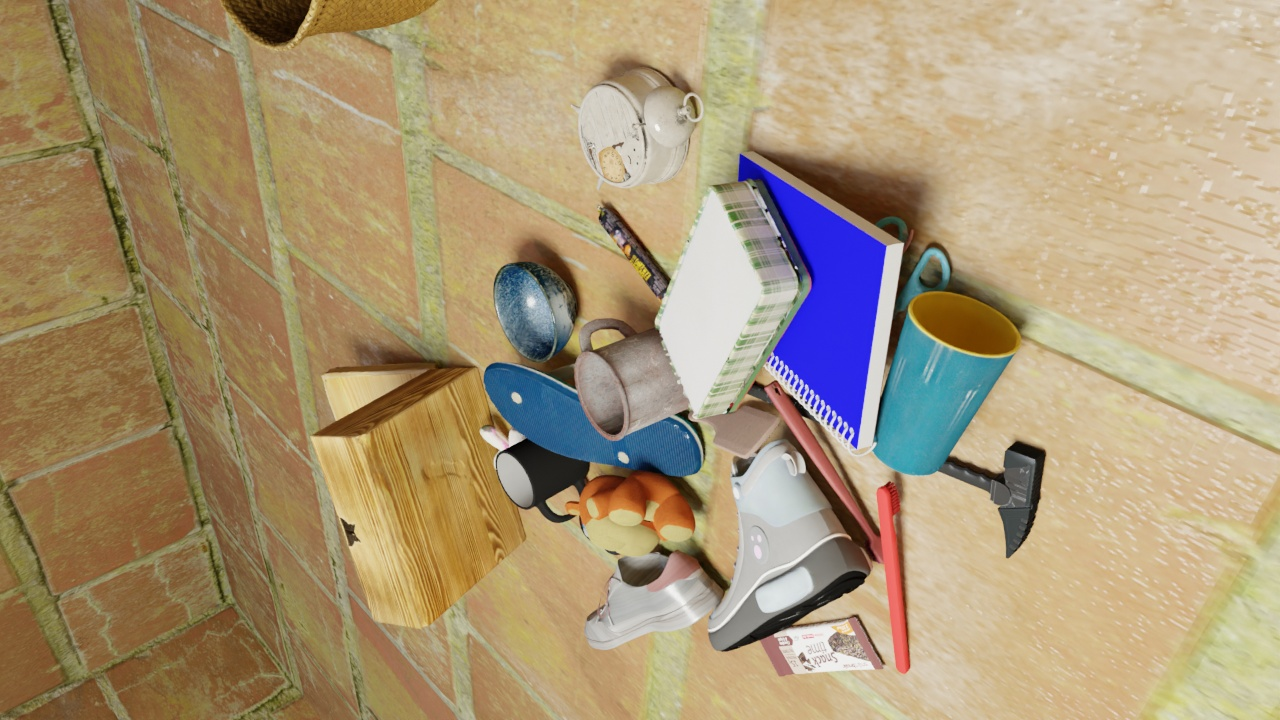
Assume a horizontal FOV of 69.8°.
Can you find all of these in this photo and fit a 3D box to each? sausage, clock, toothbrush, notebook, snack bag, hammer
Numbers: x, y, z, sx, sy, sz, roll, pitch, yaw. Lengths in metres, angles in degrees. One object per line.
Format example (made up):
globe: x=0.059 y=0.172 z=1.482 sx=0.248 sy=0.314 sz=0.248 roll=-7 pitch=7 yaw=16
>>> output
sausage: x=0.002 y=-0.096 z=0.905 sx=0.155 sy=0.020 sz=0.020 roll=53 pitch=142 yaw=14
clock: x=0.000 y=-0.206 z=0.808 sx=0.157 sy=0.061 sz=0.103 roll=-2 pitch=109 yaw=53
toothbrush: x=0.225 y=0.194 z=0.804 sx=0.012 sy=0.017 sz=0.213 roll=21 pitch=133 yaw=48
notebook: x=0.127 y=-0.050 z=0.719 sx=0.209 sy=0.022 sz=0.172 roll=-128 pitch=32 yaw=-53
snack bag: x=0.176 y=0.293 z=0.929 sx=0.158 sy=0.013 sz=0.057 roll=-31 pitch=87 yaw=53
hammer: x=0.181 y=0.065 z=0.788 sx=0.325 sy=0.015 sz=0.095 roll=23 pitch=128 yaw=43
toothbrush: x=0.165 y=0.100 z=0.810 sx=0.190 sy=0.016 sz=0.016 roll=56 pitch=156 yaw=-1

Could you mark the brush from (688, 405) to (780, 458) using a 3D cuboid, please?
brush: x=0.084 y=0.063 z=0.874 sx=0.015 sy=0.049 sz=0.136 roll=47 pitch=168 yaw=-23

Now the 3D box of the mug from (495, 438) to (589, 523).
mug: x=-0.111 y=0.144 z=1.127 sx=0.113 sy=0.087 sz=0.078 roll=59 pitch=143 yaw=7

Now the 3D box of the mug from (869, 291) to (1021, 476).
mug: x=0.212 y=0.021 z=0.665 sx=0.078 sy=0.078 sz=0.122 roll=38 pitch=133 yaw=30

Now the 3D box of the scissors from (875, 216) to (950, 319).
scissors: x=0.200 y=-0.040 z=0.710 sx=0.076 sy=0.015 sz=0.142 roll=33 pitch=140 yaw=33

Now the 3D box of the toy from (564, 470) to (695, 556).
toy: x=-0.015 y=0.167 z=1.013 sx=0.176 sy=0.112 sz=0.096 roll=-6 pitch=65 yaw=68

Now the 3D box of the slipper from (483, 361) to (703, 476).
slipper: x=-0.050 y=0.060 z=1.033 sx=0.295 sy=0.060 sz=0.118 roll=13 pitch=127 yaw=31

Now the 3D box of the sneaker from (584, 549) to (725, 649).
sneaker: x=-0.003 y=0.268 z=1.067 sx=0.237 sy=0.099 sz=0.089 roll=-33 pitch=85 yaw=46

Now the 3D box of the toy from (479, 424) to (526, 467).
toy: x=-0.173 y=0.138 z=1.242 sx=0.079 sy=0.037 sz=0.123 roll=8 pitch=117 yaw=34

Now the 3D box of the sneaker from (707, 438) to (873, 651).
sneaker: x=0.112 y=0.181 z=0.893 sx=0.160 sy=0.093 sz=0.257 roll=67 pitch=152 yaw=20

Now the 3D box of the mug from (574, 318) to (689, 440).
mug: x=-0.005 y=0.005 z=0.897 sx=0.123 sy=0.110 sz=0.096 roll=59 pitch=144 yaw=17

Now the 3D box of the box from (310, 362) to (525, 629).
box: x=-0.368 y=0.168 z=1.317 sx=0.337 sy=0.285 sz=0.279 roll=-3 pitch=109 yaw=34

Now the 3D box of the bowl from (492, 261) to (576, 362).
bowl: x=-0.108 y=-0.060 z=1.025 sx=0.114 sy=0.060 sz=0.114 roll=28 pitch=129 yaw=41

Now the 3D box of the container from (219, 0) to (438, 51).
container: x=-0.311 y=-0.479 z=0.914 sx=0.307 sy=0.196 sz=0.307 roll=26 pitch=128 yaw=39

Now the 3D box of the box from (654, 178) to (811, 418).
box: x=0.072 y=-0.045 z=0.773 sx=0.206 sy=0.050 sz=0.117 roll=109 pitch=143 yaw=-55
